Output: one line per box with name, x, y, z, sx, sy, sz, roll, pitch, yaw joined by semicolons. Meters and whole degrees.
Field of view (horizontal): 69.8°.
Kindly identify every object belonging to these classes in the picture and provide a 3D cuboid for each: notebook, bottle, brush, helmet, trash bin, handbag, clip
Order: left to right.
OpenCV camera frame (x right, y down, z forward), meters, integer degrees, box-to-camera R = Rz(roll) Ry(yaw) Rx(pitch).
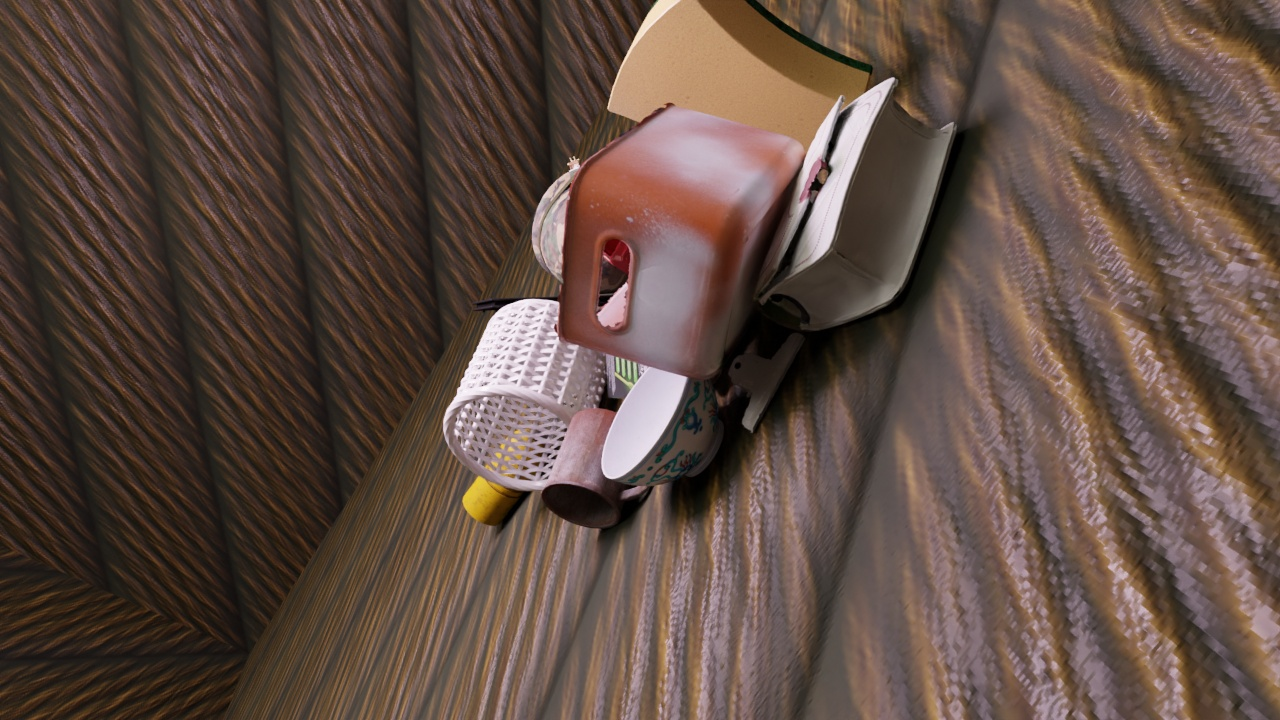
bottle;-0.191;0.164;1.360;0.164;0.071;0.071;-52;18;18
notebook;-0.124;-0.087;1.378;0.169;0.231;0.019;-176;83;-71
helmet;-0.051;-0.201;1.385;0.224;0.193;0.236;-32;31;-12
trash bin;0.047;-0.116;0.872;0.258;0.157;0.182;-49;-27;-53
brush;0.108;-0.304;1.027;0.196;0.250;0.075;-40;25;54
clip;0.110;0.015;0.857;0.101;0.040;0.054;-59;30;-7
handbag;0.179;-0.135;0.809;0.142;0.096;0.198;-24;40;63

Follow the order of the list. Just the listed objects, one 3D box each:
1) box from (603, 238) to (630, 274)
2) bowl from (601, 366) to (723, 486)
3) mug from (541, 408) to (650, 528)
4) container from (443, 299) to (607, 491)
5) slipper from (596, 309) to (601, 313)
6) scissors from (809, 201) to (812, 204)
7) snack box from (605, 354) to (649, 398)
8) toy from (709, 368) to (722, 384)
box;0.033;-0.177;1.226;0.157;0.135;0.117;-55;22;6
bowl;0.033;0.069;0.898;0.144;0.074;0.143;-50;19;24
mug;-0.037;0.118;1.011;0.123;0.096;0.110;-2;54;26
container;-0.146;0.045;1.236;0.190;0.189;0.186;-44;21;38
slipper;-0.096;-0.022;1.425;0.240;0.064;0.094;1;64;55
scissors;0.162;-0.141;0.992;0.130;0.019;0.151;-59;16;0
snack box;-0.007;0.007;1.127;0.148;0.025;0.080;178;89;-69
toy;0.067;-0.017;0.983;0.096;0.052;0.099;-1;60;61
